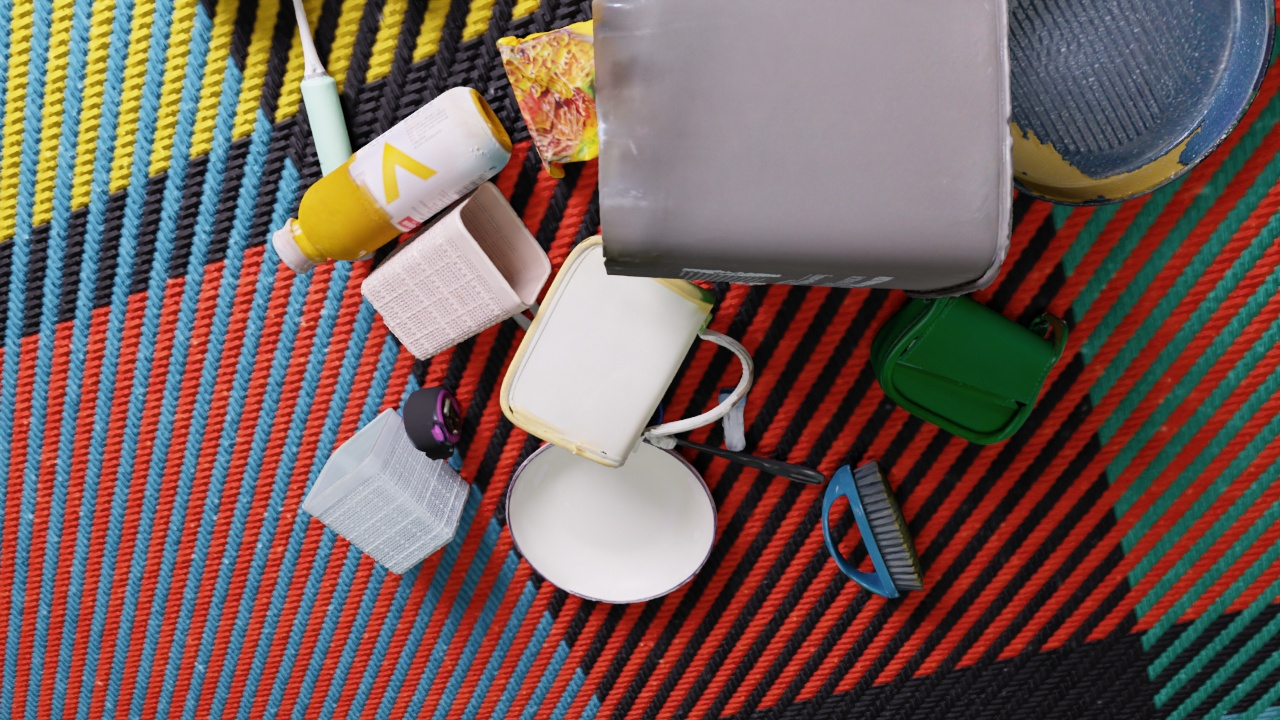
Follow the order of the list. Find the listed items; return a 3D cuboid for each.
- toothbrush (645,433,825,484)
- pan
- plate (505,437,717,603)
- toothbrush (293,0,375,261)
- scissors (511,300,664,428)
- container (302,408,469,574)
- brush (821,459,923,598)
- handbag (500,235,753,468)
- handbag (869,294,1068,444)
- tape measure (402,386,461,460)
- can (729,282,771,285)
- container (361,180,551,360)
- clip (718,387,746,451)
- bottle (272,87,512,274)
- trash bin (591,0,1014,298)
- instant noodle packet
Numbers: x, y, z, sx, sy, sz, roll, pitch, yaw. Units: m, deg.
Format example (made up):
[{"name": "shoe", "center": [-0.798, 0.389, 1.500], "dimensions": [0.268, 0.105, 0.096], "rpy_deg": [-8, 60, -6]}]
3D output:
[{"name": "toothbrush", "center": [0.086, 0.085, 0.793], "dimensions": [0.181, 0.018, 0.016], "rpy_deg": [16, 104, -23]}, {"name": "pan", "center": [0.263, -0.253, 0.583], "dimensions": [0.198, 0.078, 0.357], "rpy_deg": [-35, 110, 21]}, {"name": "plate", "center": [-0.026, 0.138, 0.844], "dimensions": [0.192, 0.039, 0.193], "rpy_deg": [3, 118, 5]}, {"name": "toothbrush", "center": [-0.240, -0.182, 0.701], "dimensions": [0.026, 0.027, 0.225], "rpy_deg": [-20, 121, -25]}, {"name": "scissors", "center": [-0.060, 0.016, 0.771], "dimensions": [0.172, 0.012, 0.132], "rpy_deg": [20, 95, -1]}, {"name": "container", "center": [-0.223, 0.121, 0.829], "dimensions": [0.090, 0.090, 0.111], "rpy_deg": [-36, 112, 22]}, {"name": "brush", "center": [0.202, 0.155, 0.821], "dimensions": [0.074, 0.055, 0.144], "rpy_deg": [-20, 115, 15]}, {"name": "handbag", "center": [-0.004, 0.004, 0.734], "dimensions": [0.178, 0.063, 0.163], "rpy_deg": [28, 96, -8]}, {"name": "handbag", "center": [0.257, -0.005, 0.729], "dimensions": [0.131, 0.068, 0.120], "rpy_deg": [27, 110, -7]}, {"name": "tape measure", "center": [-0.179, 0.052, 0.803], "dimensions": [0.039, 0.057, 0.058], "rpy_deg": [-12, 139, 10]}, {"name": "can", "center": [0.132, -0.087, 0.699], "dimensions": [0.133, 0.053, 0.053], "rpy_deg": [-3, 118, 7]}, {"name": "container", "center": [-0.146, -0.066, 0.720], "dimensions": [0.111, 0.089, 0.090], "rpy_deg": [-28, 112, 21]}, {"name": "clip", "center": [0.080, 0.052, 0.799], "dimensions": [0.025, 0.032, 0.057], "rpy_deg": [-2, 114, 3]}, {"name": "bottle", "center": [-0.187, -0.129, 0.684], "dimensions": [0.190, 0.068, 0.068], "rpy_deg": [-31, 111, 8]}, {"name": "trash bin", "center": [0.083, -0.132, 0.563], "dimensions": [0.220, 0.199, 0.198], "rpy_deg": [-3, 91, -1]}, {"name": "instant noodle packet", "center": [-0.026, -0.196, 0.664], "dimensions": [0.128, 0.044, 0.111], "rpy_deg": [-13, 120, 12]}]
